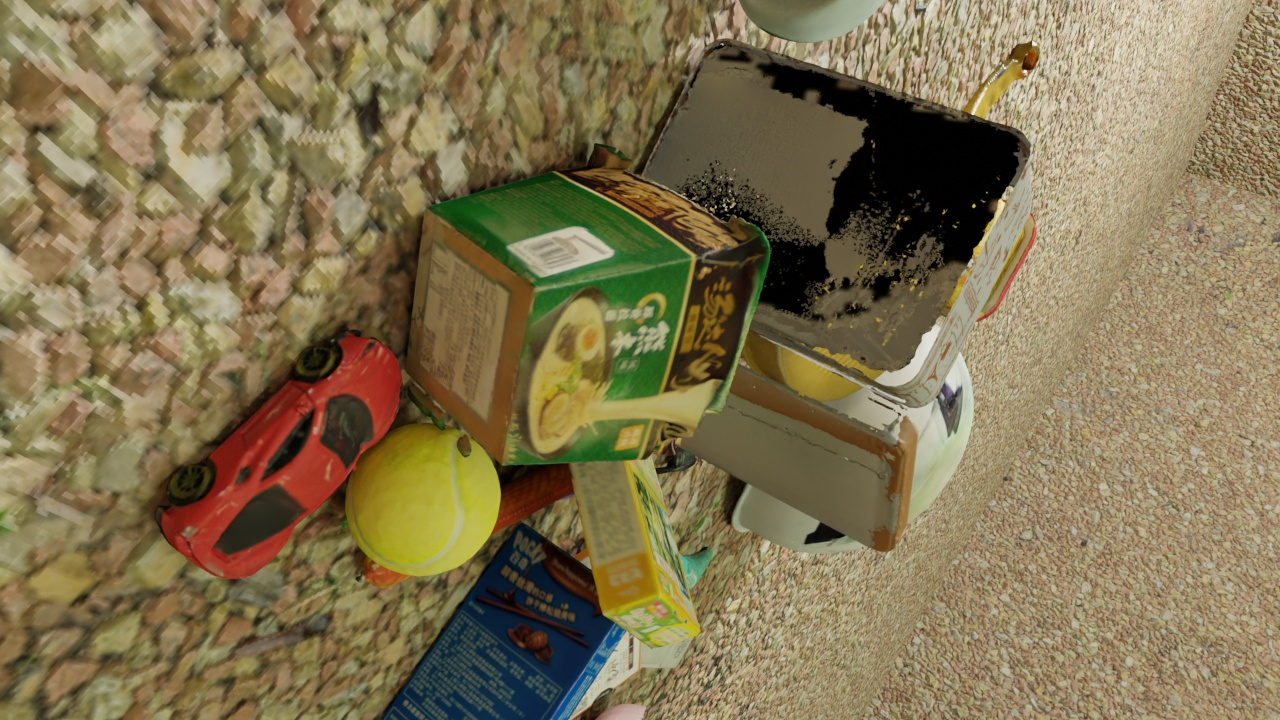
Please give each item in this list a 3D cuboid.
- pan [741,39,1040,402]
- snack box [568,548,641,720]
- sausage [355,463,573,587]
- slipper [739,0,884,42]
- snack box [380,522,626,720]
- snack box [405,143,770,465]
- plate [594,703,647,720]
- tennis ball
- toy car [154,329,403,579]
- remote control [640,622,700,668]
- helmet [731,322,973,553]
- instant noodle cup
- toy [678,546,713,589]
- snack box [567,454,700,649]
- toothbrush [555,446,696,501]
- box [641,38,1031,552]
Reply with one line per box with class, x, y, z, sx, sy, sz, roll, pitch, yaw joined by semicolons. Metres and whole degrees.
pan;0.199;-0.119;0.662;0.356;0.078;0.198;-40;141;-14
snack box;-0.034;0.189;0.641;0.075;0.026;0.154;-28;139;-30
sausage;-0.081;0.081;0.483;0.164;0.021;0.021;-20;132;-51
slipper;0.116;-0.267;0.416;0.074;0.104;0.246;11;112;-59
snack box;-0.078;0.178;0.508;0.157;0.084;0.026;-55;151;-12
snack box;-0.032;-0.020;0.389;0.105;0.118;0.118;-13;127;-43
plate;-0.058;0.346;0.706;0.192;0.039;0.193;-58;170;-17
tennis ball;-0.093;0.059;0.395;0.065;0.065;0.066;-39;145;-35
toy car;-0.130;0.035;0.351;0.106;0.031;0.049;-51;152;-23
remote control;0.016;0.241;0.788;0.049;0.024;0.125;-59;153;-4
helmet;0.204;0.073;0.816;0.258;0.146;0.229;-61;152;-1
instant noodle cup;0.261;-0.110;0.795;0.123;0.116;0.116;27;92;-50
toy;0.014;0.171;0.717;0.096;0.030;0.092;-48;145;-10
snack box;-0.009;0.074;0.486;0.034;0.140;0.087;-22;149;6
toothbrush;-0.010;0.074;0.603;0.188;0.014;0.017;-5;112;-57
box;0.082;-0.020;0.494;0.135;0.179;0.270;-28;138;-48
